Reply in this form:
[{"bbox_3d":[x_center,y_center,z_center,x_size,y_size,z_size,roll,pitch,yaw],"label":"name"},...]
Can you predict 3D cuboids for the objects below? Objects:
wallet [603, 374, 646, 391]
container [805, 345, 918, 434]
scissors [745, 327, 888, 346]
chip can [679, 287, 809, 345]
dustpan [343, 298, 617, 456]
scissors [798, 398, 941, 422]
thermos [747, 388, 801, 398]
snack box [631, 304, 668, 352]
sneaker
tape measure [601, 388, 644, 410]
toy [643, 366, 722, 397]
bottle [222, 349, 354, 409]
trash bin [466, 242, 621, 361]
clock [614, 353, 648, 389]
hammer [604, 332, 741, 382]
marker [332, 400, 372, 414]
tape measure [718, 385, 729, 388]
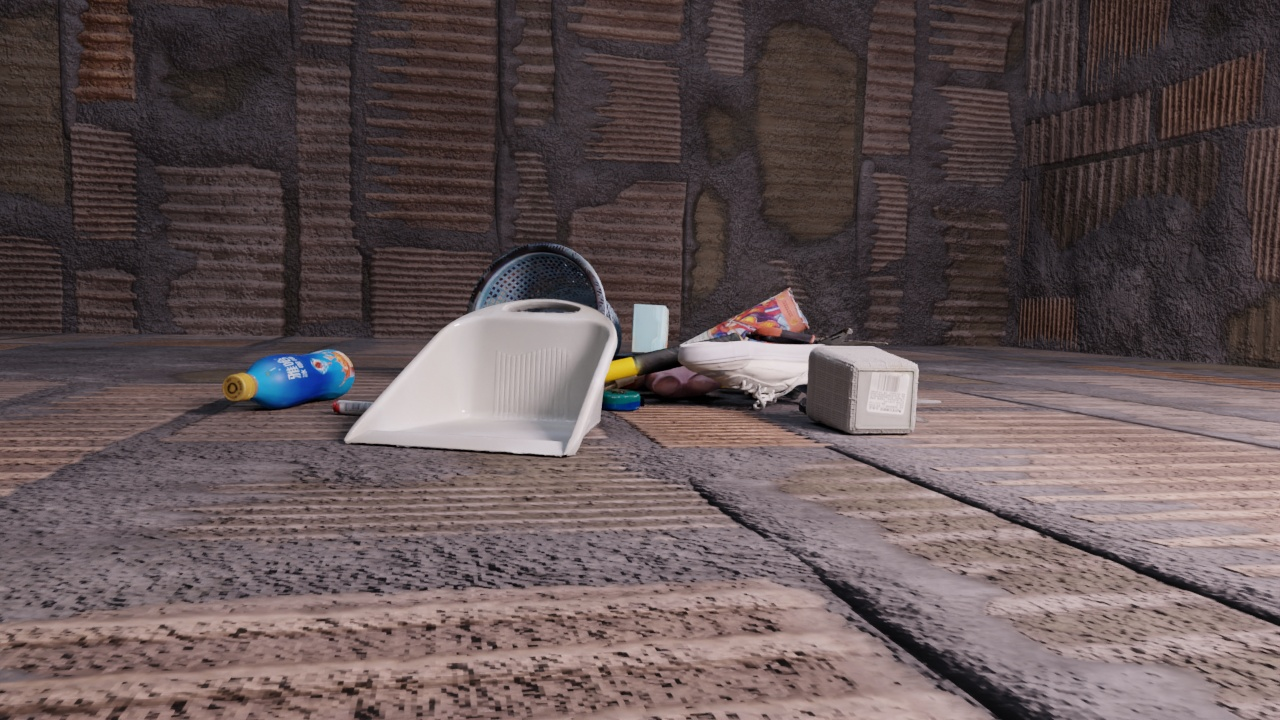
[{"bbox_3d":[-0.038,0.024,1.322,0.115,0.024,0.087,-20,15,-16],"label":"wallet"},{"bbox_3d":[0.248,0.035,1.024,0.090,0.090,0.114,0,7,-10],"label":"container"},{"bbox_3d":[0.251,-0.023,1.305,0.227,0.015,0.189,9,-13,28],"label":"scissors"},{"bbox_3d":[0.149,-0.032,1.414,0.215,0.071,0.071,-27,-3,13],"label":"chip can"},{"bbox_3d":[-0.137,0.005,0.935,0.223,0.142,0.257,2,2,13],"label":"dustpan"},{"bbox_3d":[0.286,0.052,1.167,0.180,0.014,0.159,-6,23,-7],"label":"scissors"},{"bbox_3d":[0.216,0.025,1.427,0.090,0.068,0.242,35,14,11],"label":"thermos"},{"bbox_3d":[0.017,-0.049,1.473,0.051,0.074,0.175,4,1,3],"label":"snack box"},{"bbox_3d":[0.149,0.020,1.212,0.241,0.090,0.090,2,-2,-34],"label":"sneaker"},{"bbox_3d":[-0.026,0.049,1.164,0.058,0.025,0.054,0,3,-16],"label":"tape measure"},{"bbox_3d":[0.062,0.027,1.318,0.121,0.054,0.159,-5,6,7],"label":"toy"},{"bbox_3d":[-0.422,0.024,1.105,0.065,0.065,0.218,2,4,10],"label":"bottle"},{"bbox_3d":[-0.127,-0.049,1.439,0.227,0.226,0.195,3,-8,20],"label":"trash bin"},{"bbox_3d":[0.009,0.016,1.468,0.121,0.055,0.082,-1,3,-44],"label":"clock"},{"bbox_3d":[-0.007,0.007,1.234,0.300,0.033,0.129,-12,-5,-13],"label":"hammer"},{"bbox_3d":[-0.278,0.055,1.036,0.145,0.017,0.017,2,4,10],"label":"marker"},{"bbox_3d":[0.141,0.030,1.505,0.060,0.029,0.057,0,5,-19],"label":"tape measure"}]
